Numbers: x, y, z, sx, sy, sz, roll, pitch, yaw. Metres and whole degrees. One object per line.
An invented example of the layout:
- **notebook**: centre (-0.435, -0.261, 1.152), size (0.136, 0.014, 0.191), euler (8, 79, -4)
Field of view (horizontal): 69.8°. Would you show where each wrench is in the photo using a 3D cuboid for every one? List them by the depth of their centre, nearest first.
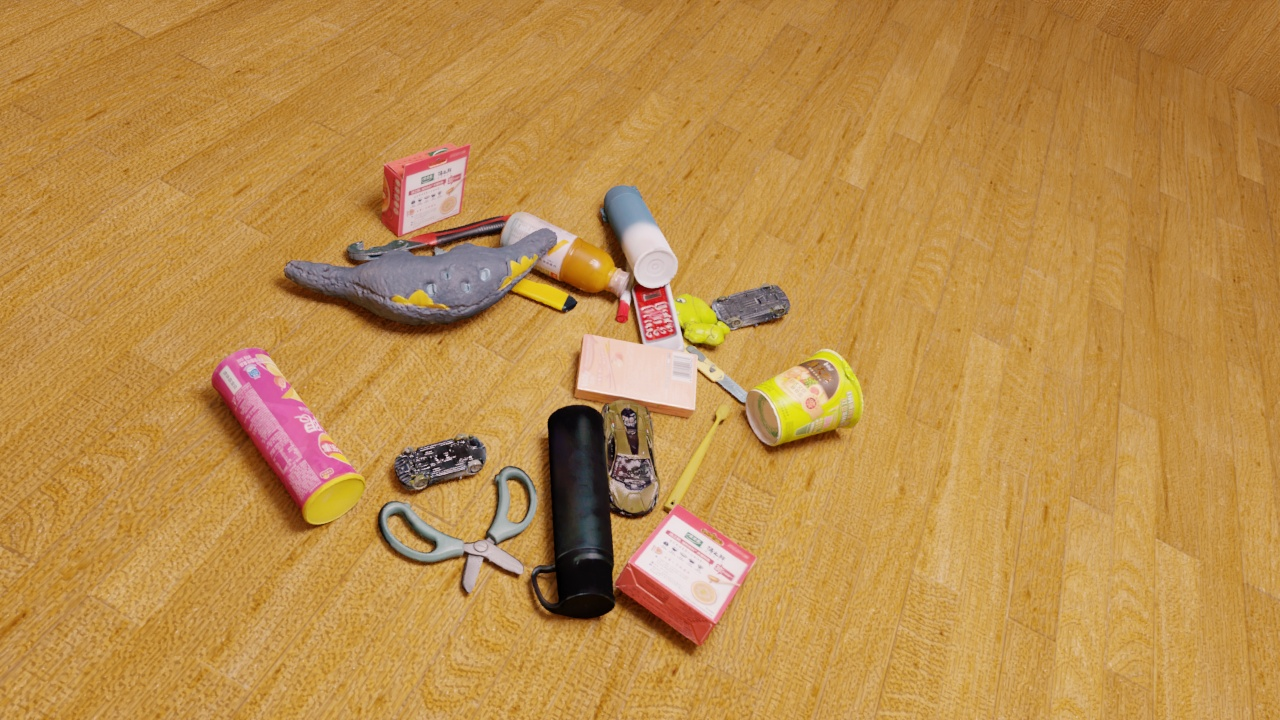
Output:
- **wrench**: centre (-0.280, -0.177, 1.300), size (0.272, 0.016, 0.056), euler (-18, 35, -32)

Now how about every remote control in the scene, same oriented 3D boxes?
- **remote control**: centre (0.024, -0.058, 1.280), size (0.056, 0.020, 0.135), euler (-14, 55, 4)

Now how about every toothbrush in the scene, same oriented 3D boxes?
- **toothbrush**: centre (0.073, 0.121, 1.156), size (0.016, 0.017, 0.189), euler (28, 48, 6)

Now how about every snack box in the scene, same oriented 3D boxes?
- **snack box**: centre (0.052, 0.234, 1.015), size (0.113, 0.044, 0.126), euler (33, 33, 12)
- **snack box**: centre (-0.004, 0.020, 1.201), size (0.157, 0.026, 0.084), euler (10, 60, -8)
- **snack box**: centre (-0.303, -0.250, 1.290), size (0.044, 0.127, 0.113), euler (43, 49, 20)

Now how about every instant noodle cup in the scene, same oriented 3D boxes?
- **instant noodle cup**: centre (0.208, 0.056, 1.203), size (0.123, 0.112, 0.111), euler (-19, 57, -23)

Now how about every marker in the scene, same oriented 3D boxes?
- **marker**: centre (-0.019, -0.110, 1.334), size (0.017, 0.017, 0.145), euler (13, 46, -7)

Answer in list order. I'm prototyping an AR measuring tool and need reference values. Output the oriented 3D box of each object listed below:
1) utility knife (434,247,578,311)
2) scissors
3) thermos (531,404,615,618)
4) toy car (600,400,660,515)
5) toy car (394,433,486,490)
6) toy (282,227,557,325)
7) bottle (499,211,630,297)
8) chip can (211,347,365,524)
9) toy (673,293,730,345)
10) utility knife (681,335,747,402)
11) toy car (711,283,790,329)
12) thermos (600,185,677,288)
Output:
- **utility knife**: centre (-0.190, -0.114, 1.280), size (0.216, 0.015, 0.033), euler (22, 45, 1)
- **scissors**: centre (-0.192, 0.171, 1.019), size (0.171, 0.019, 0.169), euler (23, 45, 5)
- **thermos**: centre (-0.078, 0.165, 1.031), size (0.090, 0.069, 0.242), euler (-5, 49, -1)
- **toy car**: centre (-0.013, 0.116, 1.115), size (0.070, 0.042, 0.158), euler (4, 51, -15)
- **toy car**: centre (-0.227, 0.117, 1.047), size (0.105, 0.031, 0.049), euler (-14, 56, -27)
- **toy**: centre (-0.272, -0.106, 1.186), size (0.356, 0.092, 0.137), euler (-8, 52, -14)
- **bottle**: centre (-0.106, -0.146, 1.302), size (0.189, 0.068, 0.067), euler (26, 46, 6)
- **chip can**: centre (-0.386, 0.079, 1.001), size (0.071, 0.072, 0.210), euler (-27, 61, -35)
- **toy**: centre (0.079, -0.058, 1.307), size (0.096, 0.031, 0.100), euler (5, 42, -12)
- **utility knife**: centre (0.079, -0.004, 1.275), size (0.030, 0.021, 0.204), euler (-34, 70, -33)
- **toy car**: centre (0.162, -0.077, 1.353), size (0.120, 0.037, 0.054), euler (-14, 55, -16)
- **thermos**: centre (-0.006, -0.189, 1.353), size (0.070, 0.070, 0.220), euler (0, 35, -19)
